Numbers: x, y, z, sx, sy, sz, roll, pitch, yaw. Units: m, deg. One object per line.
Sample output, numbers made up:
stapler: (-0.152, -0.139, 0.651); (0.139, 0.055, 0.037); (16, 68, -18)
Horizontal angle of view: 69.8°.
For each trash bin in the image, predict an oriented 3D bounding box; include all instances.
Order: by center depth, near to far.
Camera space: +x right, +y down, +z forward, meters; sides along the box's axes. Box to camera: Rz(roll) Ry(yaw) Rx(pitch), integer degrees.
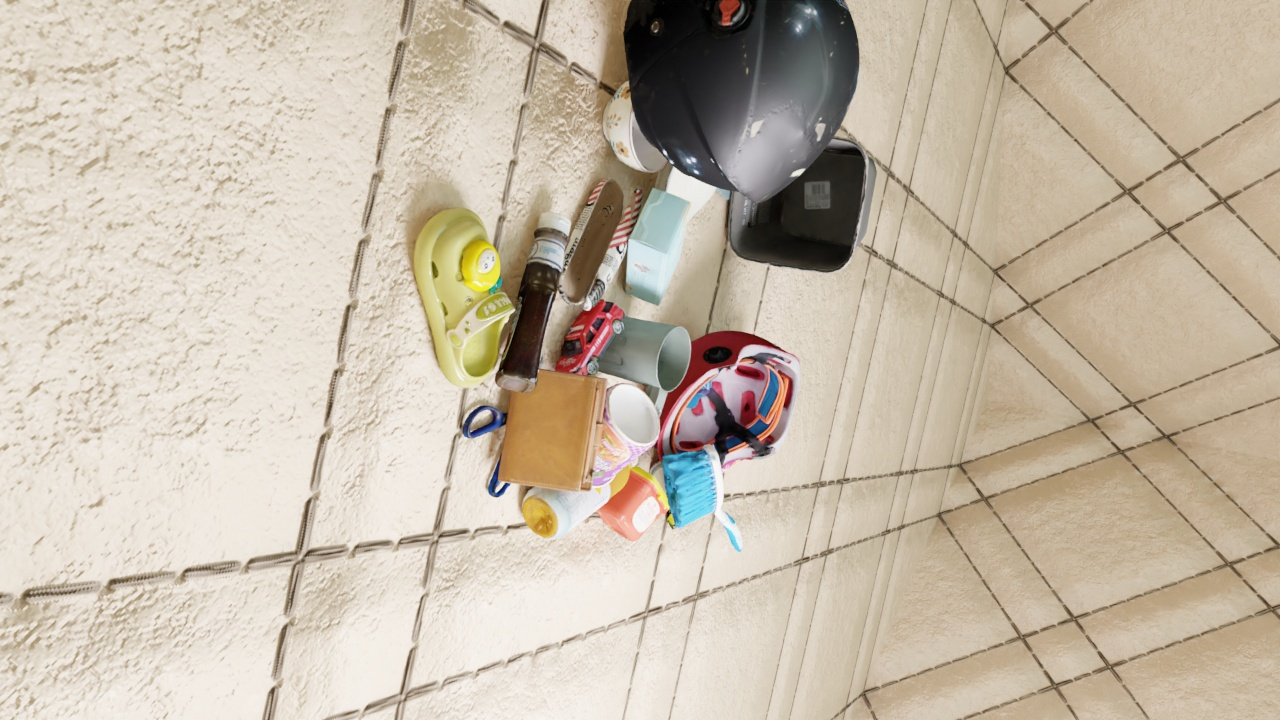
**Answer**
trash bin: (0.265, -0.253, 1.430); (0.219, 0.199, 0.199); (-28, 127, -64)

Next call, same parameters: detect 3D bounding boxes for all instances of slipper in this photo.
slipper: (-0.159, -0.056, 0.902); (0.091, 0.082, 0.191); (-42, 138, -48)

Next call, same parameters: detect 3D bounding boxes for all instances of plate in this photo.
plate: (0.060, -0.244, 1.202); (0.163, 0.034, 0.164); (-52, 160, -30)

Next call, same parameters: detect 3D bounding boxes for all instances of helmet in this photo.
helmet: (0.124, -0.313, 1.001); (0.275, 0.230, 0.233); (-45, 160, 25)
helmet: (0.100, 0.050, 1.315); (0.239, 0.144, 0.207); (-15, 128, -23)

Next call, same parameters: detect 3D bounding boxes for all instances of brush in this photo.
brush: (0.097, 0.217, 1.325); (0.109, 0.060, 0.315); (-22, 141, -11)

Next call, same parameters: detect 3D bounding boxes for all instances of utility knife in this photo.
utility knife: (0.087, -0.271, 1.289); (0.221, 0.013, 0.029); (24, 81, -60)

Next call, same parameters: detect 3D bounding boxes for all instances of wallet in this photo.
wallet: (-0.090, 0.078, 1.019); (0.035, 0.119, 0.130); (178, -79, -82)

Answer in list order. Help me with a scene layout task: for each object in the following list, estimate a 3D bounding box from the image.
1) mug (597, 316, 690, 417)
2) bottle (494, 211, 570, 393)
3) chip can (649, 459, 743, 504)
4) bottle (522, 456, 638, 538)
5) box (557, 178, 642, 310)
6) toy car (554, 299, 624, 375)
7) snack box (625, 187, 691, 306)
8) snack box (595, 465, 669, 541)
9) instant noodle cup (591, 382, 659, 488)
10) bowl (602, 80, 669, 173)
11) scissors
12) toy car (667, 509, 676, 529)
mug: (-0.007, 0.007, 1.156); (0.083, 0.103, 0.124); (32, 75, -59)
bottle: (-0.112, -0.065, 0.986); (0.080, 0.044, 0.194); (142, -38, -70)
chip can: (0.097, 0.155, 1.421); (0.210, 0.071, 0.071); (-24, 122, -54)
bottle: (-0.068, 0.155, 1.148); (0.189, 0.068, 0.068); (-31, 127, -51)
box: (-0.056, -0.139, 1.083); (0.075, 0.081, 0.163); (104, 6, -75)
toy car: (-0.064, -0.024, 1.101); (0.045, 0.053, 0.120); (47, 52, -28)
snack box: (0.019, -0.135, 1.127); (0.175, 0.051, 0.074); (97, 17, -73)
snack box: (-0.014, 0.194, 1.247); (0.080, 0.082, 0.091); (-52, 144, -20)
instant noodle cup: (-0.037, 0.084, 1.096); (0.111, 0.099, 0.111); (27, 47, -33)
bowl: (-0.005, -0.281, 1.084); (0.113, 0.062, 0.113); (-26, 122, -52)
scissors: (-0.146, 0.074, 1.042); (0.162, 0.012, 0.175); (19, 83, -61)
toy car: (0.067, 0.227, 1.404); (0.048, 0.032, 0.105); (-27, 164, -18)
